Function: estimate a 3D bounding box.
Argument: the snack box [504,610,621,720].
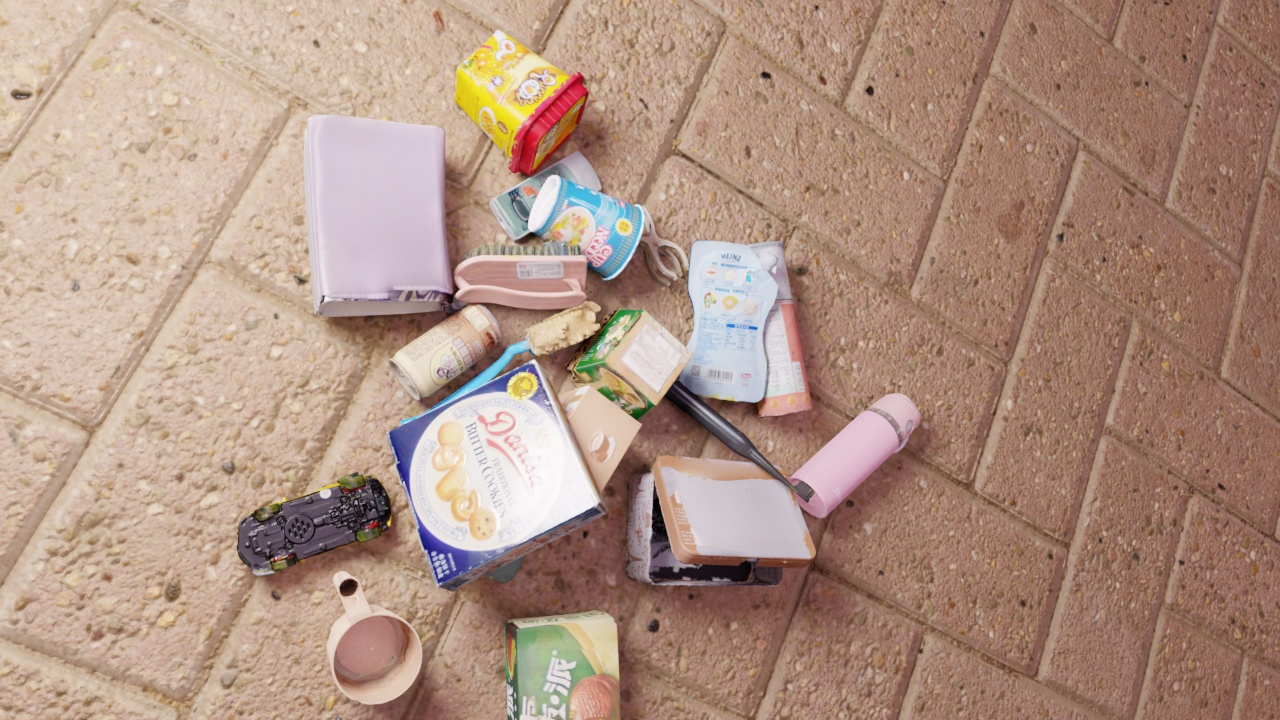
[{"bbox_3d":[-0.083,0.401,0.997,0.114,0.063,0.240,0,83,-21],"label":"snack box"}]

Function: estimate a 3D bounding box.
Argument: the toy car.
[{"bbox_3d":[-0.332,0.165,0.938,0.155,0.041,0.071,-18,90,-25],"label":"toy car"}]

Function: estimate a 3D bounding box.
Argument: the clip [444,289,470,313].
[{"bbox_3d":[-0.198,-0.073,1.042,0.056,0.028,0.024,-40,101,-32],"label":"clip"}]

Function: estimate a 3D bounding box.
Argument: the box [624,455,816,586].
[{"bbox_3d":[0.095,0.185,1.048,0.181,0.158,0.148,6,81,-22],"label":"box"}]

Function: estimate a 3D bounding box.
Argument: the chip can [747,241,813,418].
[{"bbox_3d":[0.164,-0.037,1.155,0.071,0.071,0.214,-8,86,-23],"label":"chip can"}]

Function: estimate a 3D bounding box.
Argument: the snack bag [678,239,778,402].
[{"bbox_3d":[0.107,-0.048,1.117,0.110,0.038,0.191,7,96,15],"label":"snack bag"}]

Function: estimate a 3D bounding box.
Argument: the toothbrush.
[{"bbox_3d":[0.116,0.095,1.079,0.212,0.026,0.027,38,91,20],"label":"toothbrush"}]

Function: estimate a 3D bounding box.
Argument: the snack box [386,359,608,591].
[{"bbox_3d":[-0.151,0.115,0.943,0.182,0.046,0.177,-27,63,1],"label":"snack box"}]

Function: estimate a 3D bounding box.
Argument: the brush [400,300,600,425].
[{"bbox_3d":[-0.153,0.007,1.025,0.254,0.083,0.046,-33,103,-15],"label":"brush"}]

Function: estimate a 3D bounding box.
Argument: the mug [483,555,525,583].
[{"bbox_3d":[-0.167,0.173,0.990,0.112,0.082,0.106,22,74,10],"label":"mug"}]

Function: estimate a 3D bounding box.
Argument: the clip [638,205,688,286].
[{"bbox_3d":[0.024,-0.145,1.136,0.076,0.035,0.103,-29,86,-21],"label":"clip"}]

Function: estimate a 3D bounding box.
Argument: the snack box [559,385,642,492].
[{"bbox_3d":[-0.067,0.091,1.029,0.077,0.094,0.092,37,70,-14],"label":"snack box"}]

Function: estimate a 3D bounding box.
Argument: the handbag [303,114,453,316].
[{"bbox_3d":[-0.277,-0.150,0.974,0.144,0.099,0.197,-3,83,-21],"label":"handbag"}]

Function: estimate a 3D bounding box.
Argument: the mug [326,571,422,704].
[{"bbox_3d":[-0.276,0.270,0.913,0.084,0.104,0.124,-23,92,-24],"label":"mug"}]

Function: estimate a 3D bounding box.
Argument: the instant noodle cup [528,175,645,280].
[{"bbox_3d":[-0.067,-0.158,1.057,0.110,0.099,0.099,23,74,-24],"label":"instant noodle cup"}]

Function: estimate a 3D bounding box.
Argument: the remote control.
[{"bbox_3d":[-0.111,-0.197,1.091,0.134,0.019,0.056,-35,96,-23],"label":"remote control"}]

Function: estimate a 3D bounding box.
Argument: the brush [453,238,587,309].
[{"bbox_3d":[-0.132,-0.090,1.011,0.145,0.063,0.073,0,51,-8],"label":"brush"}]

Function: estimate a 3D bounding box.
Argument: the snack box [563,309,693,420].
[{"bbox_3d":[-0.006,0.006,1.060,0.117,0.106,0.118,41,70,-13],"label":"snack box"}]

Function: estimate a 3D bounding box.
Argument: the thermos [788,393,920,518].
[{"bbox_3d":[0.282,0.125,1.191,0.198,0.067,0.087,-37,129,-24],"label":"thermos"}]

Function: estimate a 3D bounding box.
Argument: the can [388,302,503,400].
[{"bbox_3d":[-0.211,-0.011,1.003,0.116,0.059,0.058,-37,97,-22],"label":"can"}]

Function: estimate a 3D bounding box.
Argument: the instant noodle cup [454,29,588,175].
[{"bbox_3d":[-0.141,-0.298,1.050,0.123,0.116,0.116,40,70,-1],"label":"instant noodle cup"}]
